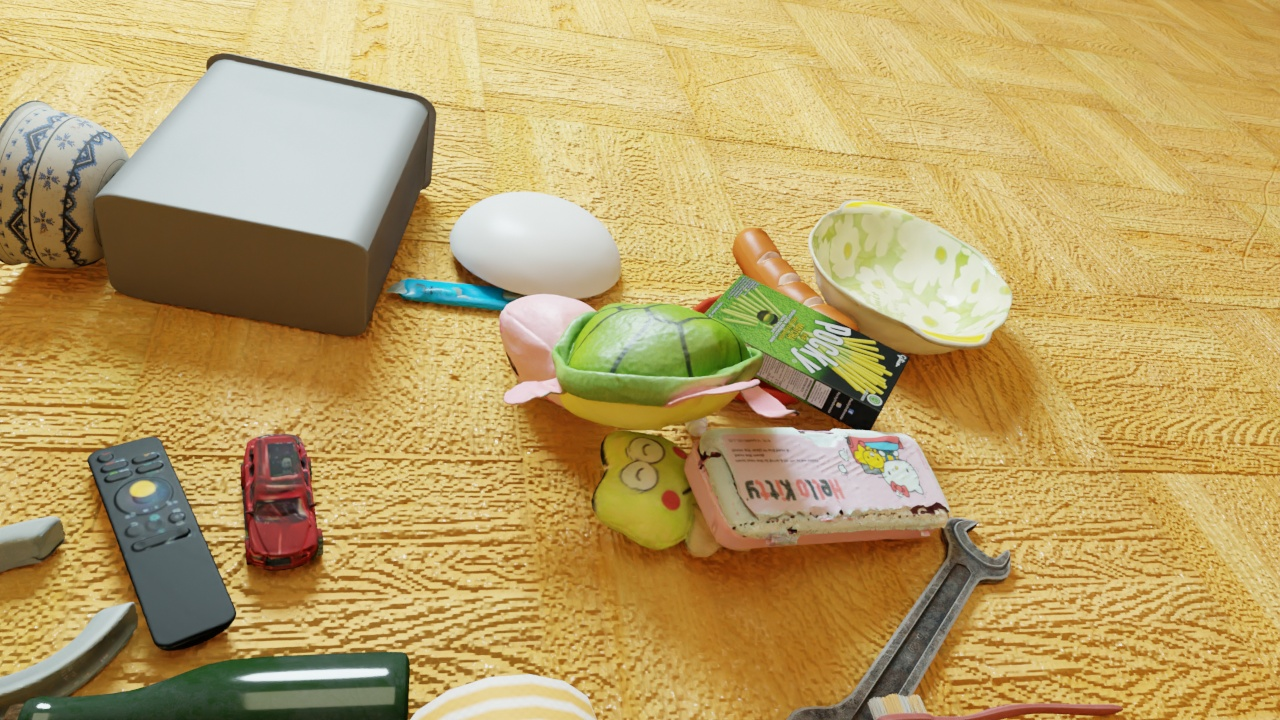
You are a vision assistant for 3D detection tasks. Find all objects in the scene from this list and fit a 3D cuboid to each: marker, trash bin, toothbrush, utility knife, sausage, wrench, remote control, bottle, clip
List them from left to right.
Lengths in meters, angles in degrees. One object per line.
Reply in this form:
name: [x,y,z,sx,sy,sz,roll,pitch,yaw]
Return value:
clip: [-0.312,0.156,0.425,0.143,0.029,0.171,27,42,15]
remote control: [-0.270,0.098,0.513,0.041,0.020,0.152,-18,49,-33]
bottle: [-0.199,0.167,0.430,0.174,0.055,0.055,3,42,-14]
trash bin: [-0.279,-0.136,0.721,0.192,0.098,0.219,10,41,-7]
utility knife: [-0.123,-0.050,0.738,0.158,0.015,0.031,4,37,-12]
marker: [0.033,0.008,0.720,0.020,0.017,0.133,4,41,-16]
sausage: [0.132,-0.060,0.811,0.039,0.044,0.164,13,32,-46]
wrench: [0.169,0.180,0.573,0.070,0.010,0.272,35,43,21]
toothbrush: [0.216,0.207,0.544,0.184,0.015,0.015,7,42,-20]

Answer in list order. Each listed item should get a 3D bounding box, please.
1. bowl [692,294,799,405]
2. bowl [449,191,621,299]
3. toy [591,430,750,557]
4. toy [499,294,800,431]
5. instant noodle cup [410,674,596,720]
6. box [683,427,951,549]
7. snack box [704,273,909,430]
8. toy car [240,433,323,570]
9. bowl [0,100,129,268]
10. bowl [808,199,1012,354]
bowl: [0.092,-0.003,0.739,0.122,0.035,0.121,9,40,-8]
bowl: [-0.085,-0.109,0.783,0.149,0.043,0.149,11,33,-8]
toy: [0.025,0.090,0.603,0.115,0.046,0.092,20,36,-8]
toy: [-0.004,0.004,0.610,0.189,0.088,0.239,-7,14,-42]
instant noodle cup: [-0.053,0.212,0.384,0.123,0.124,0.121,1,34,-17]
box: [0.124,0.084,0.608,0.202,0.045,0.086,5,46,-33]
snack box: [0.123,-0.008,0.705,0.147,0.025,0.080,28,41,14]
toy car: [-0.212,0.082,0.541,0.042,0.036,0.091,-4,49,-24]
bowl: [-0.399,-0.117,0.644,0.059,0.116,0.115,12,40,-11]
bowl: [0.237,-0.064,0.839,0.188,0.060,0.219,3,41,-15]
